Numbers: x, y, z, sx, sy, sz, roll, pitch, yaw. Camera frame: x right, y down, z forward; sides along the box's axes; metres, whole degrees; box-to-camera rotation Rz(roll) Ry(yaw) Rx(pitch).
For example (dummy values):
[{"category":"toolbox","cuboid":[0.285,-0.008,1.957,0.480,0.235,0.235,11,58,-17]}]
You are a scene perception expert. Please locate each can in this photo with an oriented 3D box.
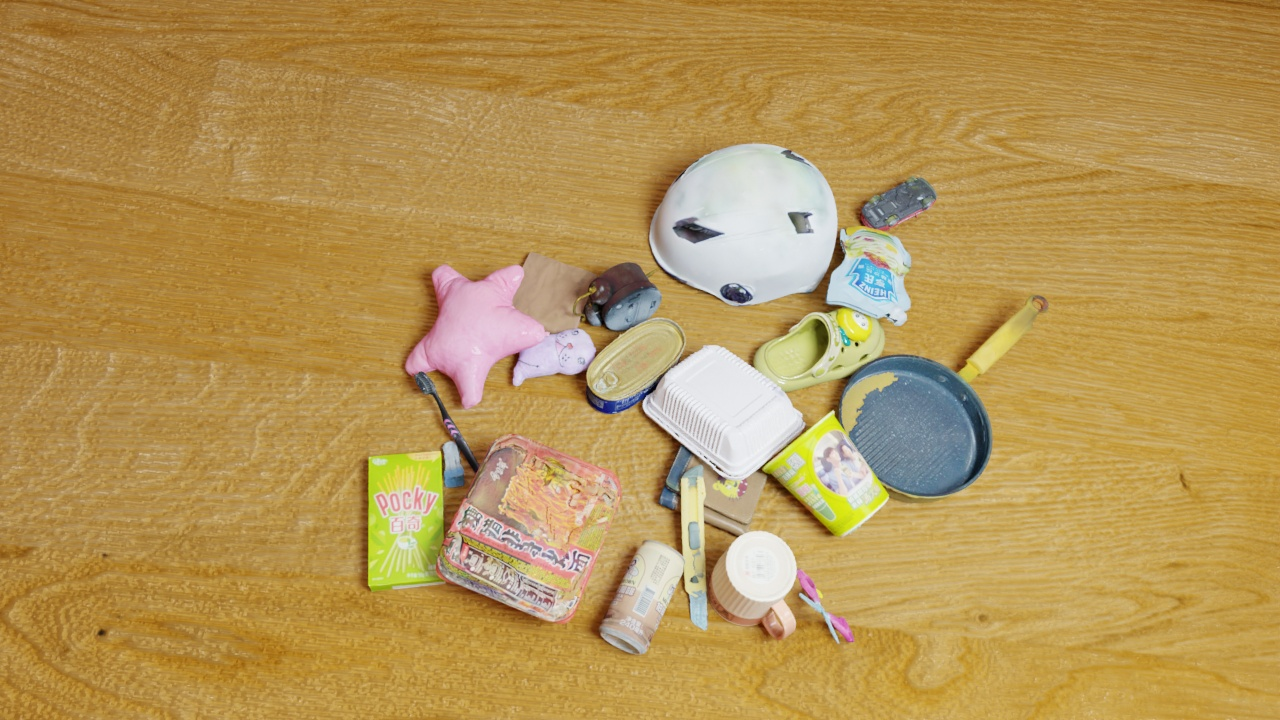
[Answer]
[{"category":"can","cuboid":[-0.007,0.007,1.168,0.147,0.049,0.074,-39,72,-23]},{"category":"can","cuboid":[0.003,0.264,1.028,0.058,0.059,0.116,25,62,7]}]

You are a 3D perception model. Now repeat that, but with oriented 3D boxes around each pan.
[{"category":"pan","cuboid":[0.405,0.033,1.185,0.356,0.078,0.197,-38,73,-22]}]

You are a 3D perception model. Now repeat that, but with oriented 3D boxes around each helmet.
[{"category":"helmet","cuboid":[0.148,-0.202,1.241,0.258,0.146,0.228,3,62,-5]}]

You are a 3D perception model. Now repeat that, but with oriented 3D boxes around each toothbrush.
[{"category":"toothbrush","cuboid":[-0.222,0.092,1.104,0.014,0.017,0.189,-38,78,23]}]

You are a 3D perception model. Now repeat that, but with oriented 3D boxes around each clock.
[{"category":"clock","cuboid":[-0.031,-0.081,1.192,0.121,0.082,0.055,-17,61,-23]}]

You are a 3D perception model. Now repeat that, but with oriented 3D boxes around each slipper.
[{"category":"slipper","cuboid":[0.239,-0.020,1.195,0.190,0.082,0.091,-22,69,-14]}]

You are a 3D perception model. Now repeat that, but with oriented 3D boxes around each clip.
[{"category":"clip","cuboid":[-0.225,0.122,1.100,0.027,0.045,0.058,-9,53,-6]}]

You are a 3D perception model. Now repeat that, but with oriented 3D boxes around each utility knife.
[{"category":"utility knife","cuboid":[0.064,0.216,1.068,0.031,0.020,0.188,-3,83,6]}]

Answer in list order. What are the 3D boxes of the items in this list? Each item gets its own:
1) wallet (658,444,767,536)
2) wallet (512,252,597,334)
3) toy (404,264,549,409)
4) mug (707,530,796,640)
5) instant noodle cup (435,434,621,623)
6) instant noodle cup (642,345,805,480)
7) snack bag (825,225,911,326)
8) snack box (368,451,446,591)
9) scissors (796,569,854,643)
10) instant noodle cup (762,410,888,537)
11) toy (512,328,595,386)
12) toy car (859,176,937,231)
[{"category":"wallet","cuboid":[0.088,0.155,1.112,0.115,0.033,0.090,24,61,2]},{"category":"wallet","cuboid":[-0.120,-0.087,1.223,0.101,0.020,0.115,18,59,1]},{"category":"toy","cuboid":[-0.201,-0.032,1.145,0.179,0.074,0.194,5,70,15]},{"category":"mug","cuboid":[0.132,0.255,1.020,0.081,0.106,0.114,-26,68,-19]},{"category":"instant noodle cup","cuboid":[-0.124,0.190,1.038,0.164,0.079,0.188,23,63,2]},{"category":"instant noodle cup","cuboid":[0.101,0.051,1.123,0.137,0.060,0.173,-35,53,-26]},{"category":"snack bag","cuboid":[0.313,-0.116,1.241,0.110,0.039,0.190,26,40,-3]},{"category":"snack box","cuboid":[-0.270,0.183,1.058,0.085,0.026,0.156,-3,62,-9]},{"category":"scissors","cuboid":[0.206,0.282,1.023,0.017,0.133,0.131,-40,104,7]},{"category":"instant noodle cup","cuboid":[0.227,0.142,1.097,0.111,0.112,0.123,-35,79,-22]},{"category":"toy","cuboid":[-0.111,-0.011,1.168,0.108,0.039,0.083,-7,68,-1]},{"category":"toy car","cuboid":[0.374,-0.224,1.336,0.120,0.045,0.053,-28,71,-14]}]
